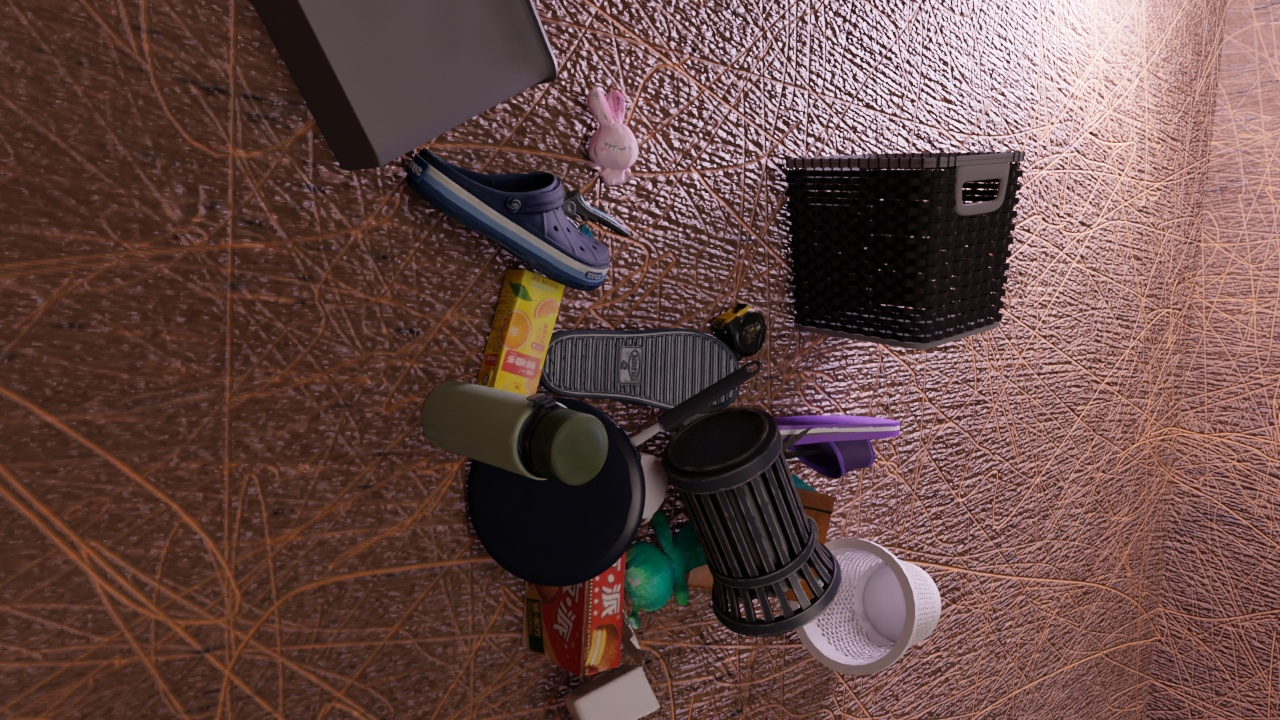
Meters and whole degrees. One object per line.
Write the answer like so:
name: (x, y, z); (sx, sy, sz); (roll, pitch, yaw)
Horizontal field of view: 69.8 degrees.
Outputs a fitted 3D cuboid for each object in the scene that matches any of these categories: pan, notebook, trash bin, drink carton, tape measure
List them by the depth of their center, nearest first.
trash bin: (-0.213, -0.309, 0.858); (0.219, 0.098, 0.192); (-39, 120, -30)
pan: (-0.027, 0.097, 0.959); (0.198, 0.357, 0.021); (60, 9, 12)
drink carton: (-0.132, -0.028, 1.005); (0.058, 0.043, 0.134); (19, 82, -39)
trash bin: (0.127, 0.183, 1.087); (0.163, 0.164, 0.227); (-38, 118, -32)
tape measure: (0.136, -0.039, 1.243); (0.072, 0.042, 0.071); (-42, 118, -33)
notebook: (0.181, 0.247, 1.309); (0.249, 0.014, 0.178); (16, 85, -31)
trash bin: (0.366, 0.377, 1.422); (0.199, 0.196, 0.195); (17, 84, -51)

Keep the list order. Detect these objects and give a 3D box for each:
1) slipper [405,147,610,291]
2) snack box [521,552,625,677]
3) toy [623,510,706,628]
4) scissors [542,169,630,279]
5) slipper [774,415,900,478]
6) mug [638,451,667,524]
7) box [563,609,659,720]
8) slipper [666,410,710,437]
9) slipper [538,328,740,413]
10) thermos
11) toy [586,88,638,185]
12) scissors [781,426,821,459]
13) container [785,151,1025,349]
slipper: (-0.119, -0.154, 0.949); (0.252, 0.105, 0.095); (26, 98, -38)
snack box: (-0.074, 0.225, 1.043); (0.060, 0.113, 0.236); (-1, 96, -42)
toy: (0.037, 0.259, 1.168); (0.192, 0.073, 0.130); (-24, 95, -40)
scissors: (-0.063, -0.158, 1.064); (0.124, 0.019, 0.156); (-25, 113, -37)
slipper: (0.261, 0.128, 1.334); (0.266, 0.107, 0.084); (1, 93, -35)
mug: (-0.020, 0.154, 1.097); (0.073, 0.090, 0.105); (-40, 120, -31)
box: (-0.040, 0.364, 1.100); (0.128, 0.109, 0.137); (-24, 82, -16)
slipper: (0.117, 0.162, 1.203); (0.098, 0.054, 0.269); (-33, 105, 8)
slipper: (-0.007, 0.006, 1.104); (0.263, 0.083, 0.101); (5, 91, -23)
thermos: (-0.126, 0.066, 0.895); (0.082, 0.232, 0.082); (-6, 99, -40)
toy: (-0.032, -0.258, 1.059); (0.063, 0.047, 0.110); (-24, 108, -46)
scissors: (0.152, 0.137, 1.233); (0.162, 0.012, 0.158); (26, 102, -12)
container: (0.367, -0.166, 1.299); (0.246, 0.246, 0.244); (-13, 108, -40)
